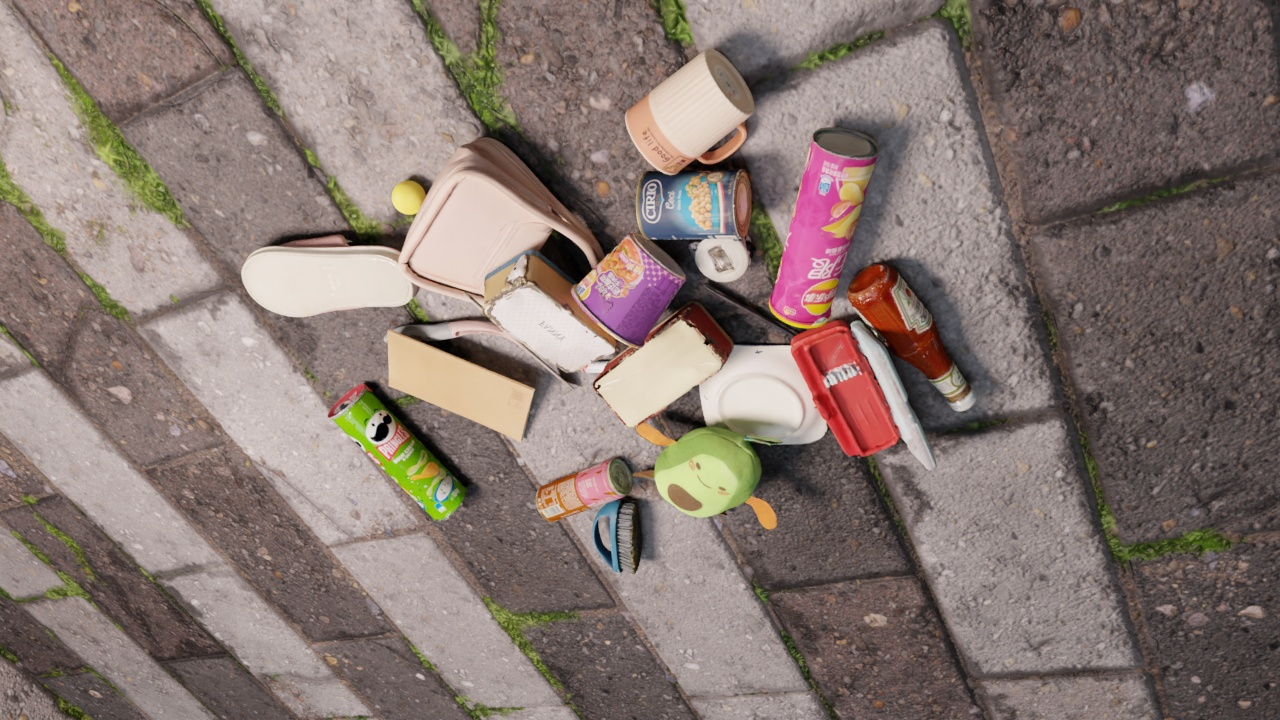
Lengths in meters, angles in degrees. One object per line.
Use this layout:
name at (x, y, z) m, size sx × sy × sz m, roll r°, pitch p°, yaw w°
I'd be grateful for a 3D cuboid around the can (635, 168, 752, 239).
can at (0.060, -0.169, 0.992) m, size 0.111 × 0.075 × 0.075 m, roll 3°, pitch 128°, yaw 21°

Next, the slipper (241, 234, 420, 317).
slipper at (-0.406, -0.113, 1.206) m, size 0.275 × 0.054 × 0.114 m, roll -2°, pitch 126°, yaw 23°

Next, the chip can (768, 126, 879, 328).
chip can at (0.193, -0.138, 0.981) m, size 0.071 × 0.071 × 0.211 m, roll 14°, pitch 130°, yaw 7°

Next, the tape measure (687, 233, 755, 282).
tape measure at (0.095, -0.124, 1.049) m, size 0.066 × 0.033 × 0.066 m, roll -19°, pitch 119°, yaw 31°

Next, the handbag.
handbag at (-0.151, -0.136, 1.100) m, size 0.234 × 0.093 × 0.194 m, roll 29°, pitch 131°, yaw -16°

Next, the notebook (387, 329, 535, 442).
notebook at (-0.252, 0.038, 1.276) m, size 0.211 × 0.012 × 0.150 m, roll 23°, pitch 147°, yaw 0°

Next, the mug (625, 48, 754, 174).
mug at (0.061, -0.246, 0.940) m, size 0.106 × 0.081 × 0.114 m, roll -31°, pitch 139°, yaw 33°

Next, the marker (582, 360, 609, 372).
marker at (-0.007, 0.007, 1.197) m, size 0.145 × 0.017 × 0.017 m, roll -2°, pitch 126°, yaw 19°

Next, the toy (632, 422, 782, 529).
toy at (0.086, 0.152, 1.220) m, size 0.227 × 0.089 × 0.247 m, roll 33°, pitch 149°, yaw -2°

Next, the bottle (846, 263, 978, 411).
bottle at (0.315, -0.021, 1.044) m, size 0.060 × 0.059 × 0.206 m, roll -31°, pitch 113°, yaw 34°

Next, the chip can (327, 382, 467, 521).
chip can at (-0.361, 0.141, 1.382) m, size 0.072 × 0.072 × 0.236 m, roll -24°, pitch 117°, yaw 32°

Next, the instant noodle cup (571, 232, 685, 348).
instant noodle cup at (-0.009, -0.086, 1.061) m, size 0.111 × 0.111 × 0.099 m, roll 36°, pitch 106°, yaw -12°

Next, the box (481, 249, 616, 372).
box at (-0.103, -0.052, 1.110) m, size 0.090 × 0.060 × 0.184 m, roll -25°, pitch 140°, yaw 25°

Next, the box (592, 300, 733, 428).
box at (0.026, 0.012, 1.133) m, size 0.169 × 0.076 × 0.091 m, roll -36°, pitch 99°, yaw 30°

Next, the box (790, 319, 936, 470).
box at (0.266, 0.050, 1.081) m, size 0.119 × 0.098 × 0.201 m, roll -22°, pitch 122°, yaw 19°

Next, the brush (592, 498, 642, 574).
brush at (-0.036, 0.264, 1.384) m, size 0.073 × 0.055 × 0.144 m, roll 7°, pitch 129°, yaw 11°

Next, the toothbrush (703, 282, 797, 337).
toothbrush at (0.155, -0.050, 1.100) m, size 0.181 × 0.015 × 0.018 m, roll 28°, pitch 124°, yaw -5°

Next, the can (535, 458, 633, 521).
can at (-0.084, 0.190, 1.339) m, size 0.148 × 0.057 × 0.058 m, roll -24°, pitch 117°, yaw 32°

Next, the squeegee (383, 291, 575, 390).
squeegee at (-0.243, -0.035, 1.216) m, size 0.250 × 0.040 × 0.247 m, roll 2°, pitch 155°, yaw 30°

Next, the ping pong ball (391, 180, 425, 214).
ping pong ball at (-0.280, -0.197, 1.108) m, size 0.040 × 0.040 × 0.040 m, roll 9°, pitch 129°, yaw 11°

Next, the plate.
plate at (0.153, 0.053, 1.170) m, size 0.164 × 0.034 × 0.164 m, roll 1°, pitch 128°, yaw 17°
